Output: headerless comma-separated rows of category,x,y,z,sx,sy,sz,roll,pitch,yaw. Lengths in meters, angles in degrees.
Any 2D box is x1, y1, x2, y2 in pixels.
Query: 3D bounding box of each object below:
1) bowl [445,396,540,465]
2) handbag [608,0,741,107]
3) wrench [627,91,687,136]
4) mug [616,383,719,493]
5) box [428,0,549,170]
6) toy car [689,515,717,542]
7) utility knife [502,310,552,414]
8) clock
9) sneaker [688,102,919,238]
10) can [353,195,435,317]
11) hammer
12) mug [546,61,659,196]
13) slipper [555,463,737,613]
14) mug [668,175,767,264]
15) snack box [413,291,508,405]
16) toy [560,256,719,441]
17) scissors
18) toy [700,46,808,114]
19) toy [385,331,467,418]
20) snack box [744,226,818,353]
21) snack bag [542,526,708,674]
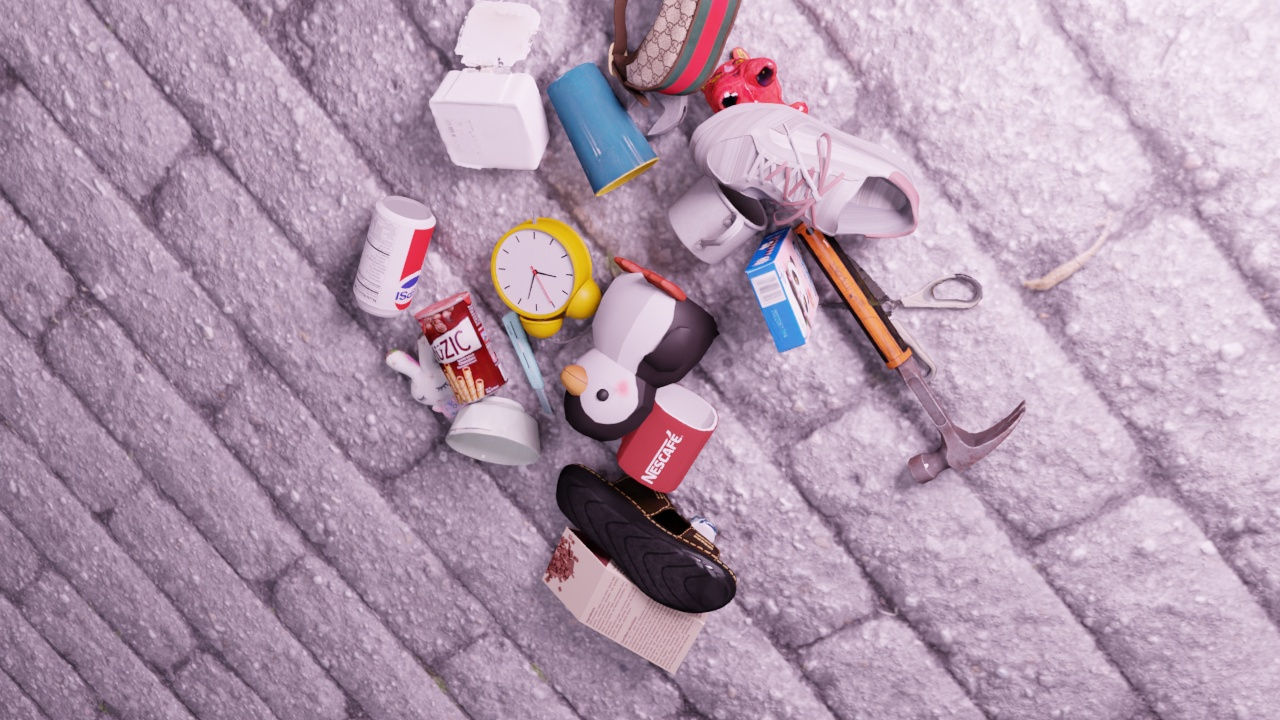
bowl,-0.176,0.082,1.129,0.117,0.061,0.117,8,157,3
handbag,0.024,-0.335,0.890,0.138,0.063,0.167,47,126,39
wrench,0.060,-0.352,0.902,0.083,0.018,0.274,42,119,23
mug,0.017,0.081,1.065,0.116,0.080,0.097,31,117,2
box,-0.155,-0.303,0.980,0.107,0.131,0.152,5,144,15
toy car,0.061,0.233,1.143,0.039,0.027,0.090,35,117,5
utility knife,-0.135,0.004,1.124,0.022,0.015,0.141,-13,110,21
clock,-0.108,-0.092,1.055,0.114,0.051,0.152,-25,98,25
sneaker,0.163,-0.169,0.864,0.236,0.089,0.099,11,123,-14
can,-0.294,-0.123,1.092,0.070,0.070,0.132,28,117,6
hammer,0.268,-0.024,0.951,0.138,0.034,0.314,-32,98,31
mug,-0.043,-0.244,0.961,0.078,0.078,0.121,-27,95,26
slipper,0.009,0.208,1.121,0.268,0.075,0.113,32,124,25
mug,0.078,-0.142,0.938,0.084,0.113,0.071,41,121,-19
snack box,-0.215,-0.015,1.109,0.072,0.072,0.121,-17,105,23
toy,-0.006,0.006,0.991,0.140,0.159,0.184,33,91,-33
scissors,0.276,-0.047,0.967,0.171,0.012,0.157,-10,106,23
toy,0.113,-0.246,0.925,0.088,0.094,0.133,-30,128,-4
toy,-0.263,0.024,1.160,0.079,0.038,0.122,-33,101,19
snack box,0.144,-0.074,0.920,0.033,0.153,0.088,-19,105,21
snack bag,-0.021,0.297,1.172,0.206,0.069,0.095,28,117,6
